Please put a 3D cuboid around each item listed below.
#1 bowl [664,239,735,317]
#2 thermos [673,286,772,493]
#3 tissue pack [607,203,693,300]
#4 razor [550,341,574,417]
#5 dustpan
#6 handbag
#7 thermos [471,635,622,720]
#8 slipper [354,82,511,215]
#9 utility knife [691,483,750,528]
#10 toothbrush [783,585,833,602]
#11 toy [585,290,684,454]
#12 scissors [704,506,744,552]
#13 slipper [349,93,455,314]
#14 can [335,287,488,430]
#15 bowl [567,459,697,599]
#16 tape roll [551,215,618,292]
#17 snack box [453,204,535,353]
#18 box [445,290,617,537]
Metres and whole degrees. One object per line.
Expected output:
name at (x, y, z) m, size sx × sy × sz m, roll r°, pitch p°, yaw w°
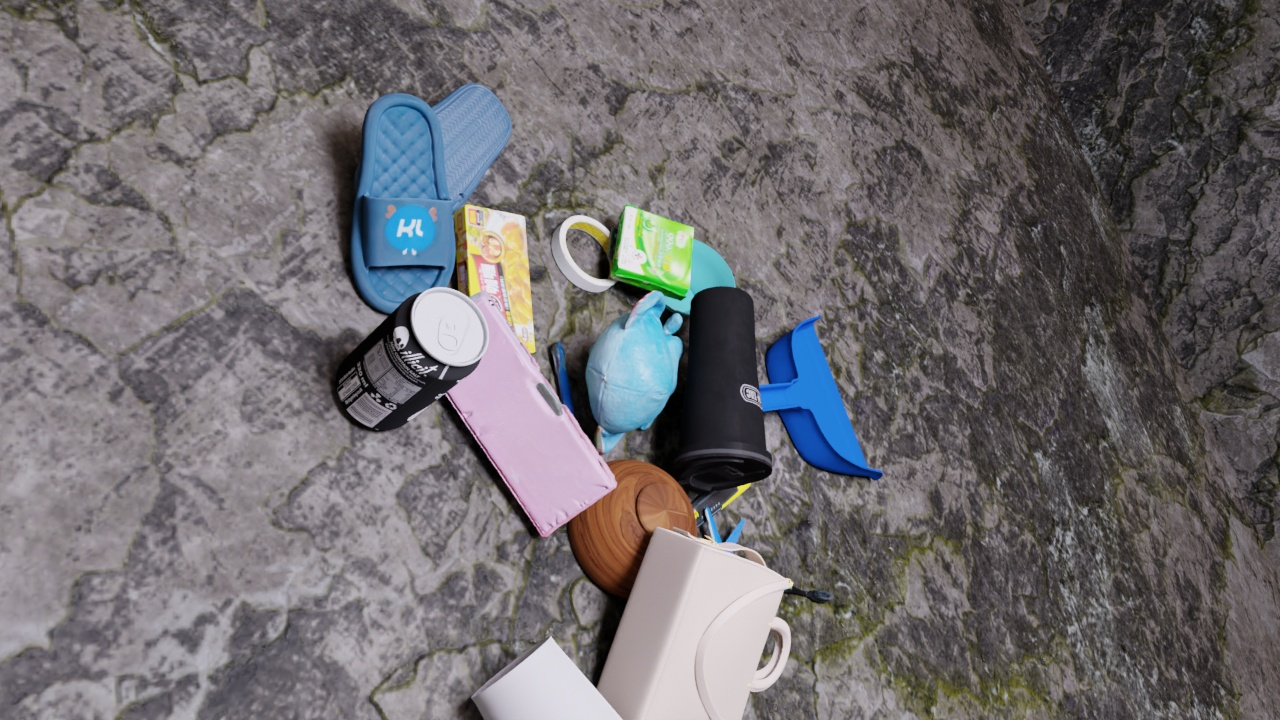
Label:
bowl at (0.053, -0.092, 1.139) m, size 0.121 × 0.046 × 0.121 m, roll 11°, pitch 56°, yaw -17°
thermos at (0.090, 0.030, 1.016) m, size 0.105 × 0.106 × 0.218 m, roll 20°, pitch 61°, yaw -34°
tissue pack at (0.014, -0.129, 1.094) m, size 0.099 × 0.034 × 0.113 m, roll 16°, pitch 56°, yaw -15°
razor at (-0.075, 0.045, 0.972) m, size 0.044 × 0.018 × 0.140 m, roll 50°, pitch 22°, yaw -68°
dustpan at (0.210, 0.052, 1.206) m, size 0.257 × 0.060 × 0.245 m, roll -4°, pitch 69°, yaw -43°
handbag at (0.075, 0.276, 0.888) m, size 0.197 × 0.101 × 0.194 m, roll 27°, pitch 80°, yaw -36°
thermos at (-0.042, 0.345, 0.757) m, size 0.222 × 0.132 × 0.131 m, roll 53°, pitch 42°, yaw 6°
slipper at (-0.213, -0.212, 0.966) m, size 0.104 × 0.059 × 0.213 m, roll 53°, pitch 54°, yaw -20°
utility knife at (0.066, 0.171, 1.030) m, size 0.197 × 0.020 × 0.029 m, roll -30°, pitch 87°, yaw -46°
toothbrush at (0.157, 0.260, 1.063) m, size 0.188 × 0.017 × 0.014 m, roll 21°, pitch 56°, yaw -32°
toy at (-0.006, 0.006, 0.996) m, size 0.115 × 0.183 × 0.180 m, roll 19°, pitch 14°, yaw 17°
scissors at (0.084, 0.224, 1.011) m, size 0.125 × 0.016 × 0.125 m, roll -9°, pitch 80°, yaw -42°
slipper at (-0.221, -0.150, 0.880) m, size 0.103 × 0.059 × 0.213 m, roll 1°, pitch 90°, yaw -37°
can at (-0.197, 0.001, 0.787) m, size 0.080 × 0.146 × 0.080 m, roll 22°, pitch 53°, yaw -33°
bowl at (0.006, 0.162, 0.928) m, size 0.147 × 0.069 × 0.147 m, roll 17°, pitch 56°, yaw -28°
tape roll at (-0.062, -0.126, 1.083) m, size 0.094 × 0.019 × 0.093 m, roll 22°, pitch 53°, yaw -33°
snack box at (-0.151, -0.080, 0.948) m, size 0.075 × 0.025 × 0.152 m, roll 4°, pitch 75°, yaw -42°
box at (-0.121, 0.050, 0.880) m, size 0.098 × 0.041 × 0.233 m, roll -33°, pitch 92°, yaw -9°
